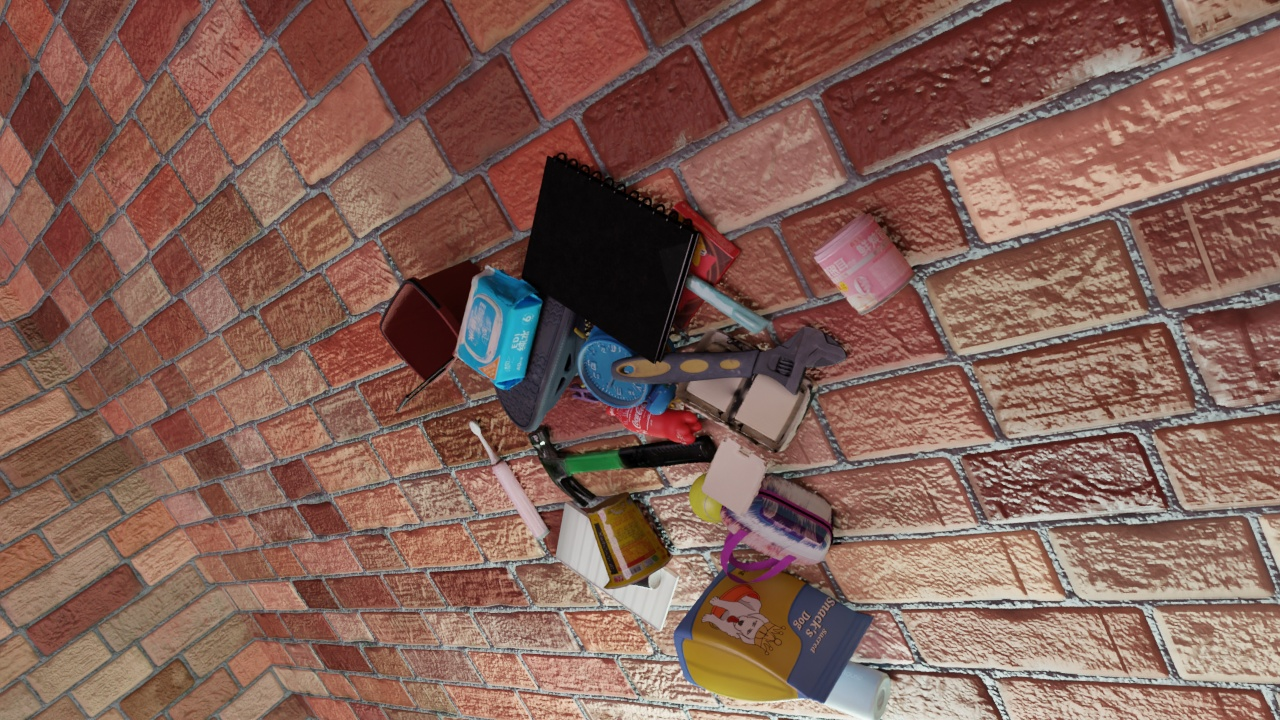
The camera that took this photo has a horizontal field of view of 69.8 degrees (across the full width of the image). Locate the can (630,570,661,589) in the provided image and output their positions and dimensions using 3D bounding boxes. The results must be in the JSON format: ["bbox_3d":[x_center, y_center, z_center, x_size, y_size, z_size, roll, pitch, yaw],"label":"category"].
[{"bbox_3d":[-0.009,0.320,1.369,0.081,0.031,0.031,0,118,39],"label":"can"}]

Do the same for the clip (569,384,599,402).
[{"bbox_3d":[-0.077,0.046,1.262,0.052,0.013,0.036,2,118,42],"label":"clip"}]

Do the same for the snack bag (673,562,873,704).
[{"bbox_3d":[0.169,0.351,1.161,0.206,0.158,0.102,4,120,37],"label":"snack bag"}]

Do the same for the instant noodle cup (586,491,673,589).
[{"bbox_3d":[-0.021,0.251,1.308,0.101,0.100,0.112,-25,90,47],"label":"instant noodle cup"}]

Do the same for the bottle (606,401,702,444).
[{"bbox_3d":[0.013,0.076,1.184,0.142,0.041,0.042,10,124,38],"label":"bottle"}]

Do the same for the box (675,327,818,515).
[{"bbox_3d":[0.117,0.064,1.073,0.145,0.100,0.187,32,114,22],"label":"box"}]

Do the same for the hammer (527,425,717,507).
[{"bbox_3d":[-0.024,0.136,1.269,0.320,0.032,0.130,-13,109,44],"label":"hammer"}]

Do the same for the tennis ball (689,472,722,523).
[{"bbox_3d":[0.094,0.174,1.168,0.065,0.065,0.065,22,130,28],"label":"tennis ball"}]

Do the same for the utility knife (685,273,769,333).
[{"bbox_3d":[0.071,-0.077,1.017,0.158,0.015,0.022,34,114,5],"label":"utility knife"}]

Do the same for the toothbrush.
[{"bbox_3d":[-0.212,0.190,1.468,0.027,0.026,0.222,-29,99,3],"label":"toothbrush"}]

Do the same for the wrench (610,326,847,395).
[{"bbox_3d":[0.092,0.004,1.023,0.274,0.022,0.073,-3,88,24],"label":"wrench"}]

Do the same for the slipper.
[{"bbox_3d":[-0.118,-0.034,1.204,0.111,0.083,0.269,37,120,31],"label":"slipper"}]

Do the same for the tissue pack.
[{"bbox_3d":[-0.182,-0.043,1.163,0.093,0.061,0.145,33,115,35],"label":"tissue pack"}]

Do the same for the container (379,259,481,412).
[{"bbox_3d":[-0.292,-0.036,1.247,0.127,0.200,0.148,49,138,1],"label":"container"}]

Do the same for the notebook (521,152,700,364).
[{"bbox_3d":[-0.042,-0.123,1.057,0.231,0.019,0.169,33,121,31],"label":"notebook"}]

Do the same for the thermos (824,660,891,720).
[{"bbox_3d":[0.224,0.416,1.228,0.207,0.065,0.078,11,141,35],"label":"thermos"}]

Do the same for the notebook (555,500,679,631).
[{"bbox_3d":[-0.041,0.321,1.427,0.210,0.009,0.143,31,133,20],"label":"notebook"}]

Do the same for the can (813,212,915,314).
[{"bbox_3d":[0.214,-0.093,0.880,0.076,0.067,0.067,51,138,-2],"label":"can"}]

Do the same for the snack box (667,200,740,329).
[{"bbox_3d":[0.047,-0.107,1.044,0.089,0.021,0.133,42,137,6],"label":"snack box"}]

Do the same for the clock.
[{"bbox_3d":[-0.007,0.007,1.138,0.162,0.060,0.117,13,126,28],"label":"clock"}]

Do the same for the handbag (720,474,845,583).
[{"bbox_3d":[0.156,0.225,1.137,0.144,0.067,0.170,28,135,-3],"label":"handbag"}]
